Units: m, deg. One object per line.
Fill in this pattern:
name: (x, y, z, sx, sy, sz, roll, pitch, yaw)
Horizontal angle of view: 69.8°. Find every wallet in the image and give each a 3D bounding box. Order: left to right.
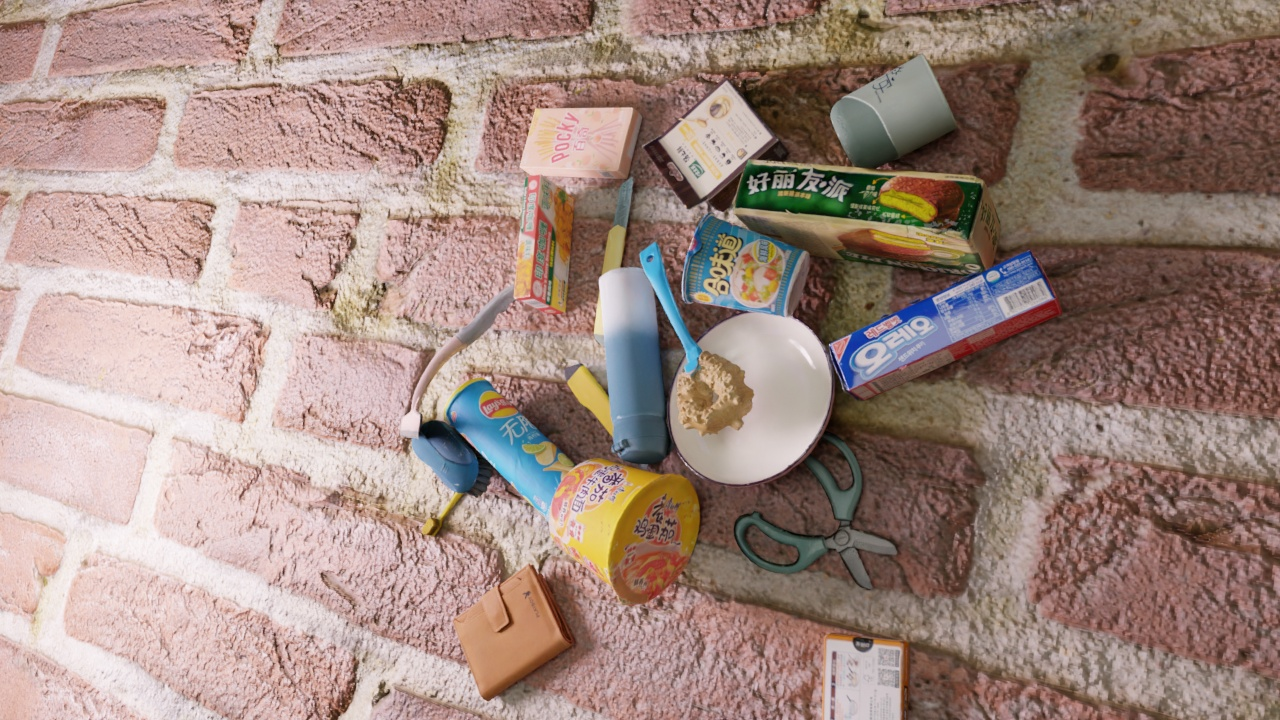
wallet: (-0.150, 0.312, 1.059, 0.132, 0.031, 0.107, -37, 64, 15)

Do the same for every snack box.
snack box: (-0.117, -0.141, 1.128, 0.027, 0.077, 0.155, -3, 76, 29)
snack box: (-0.077, -0.278, 1.169, 0.157, 0.026, 0.084, 9, 82, 31)
snack box: (0.085, -0.241, 1.051, 0.126, 0.053, 0.113, -40, 62, 16)
snack box: (0.222, -0.141, 0.911, 0.240, 0.114, 0.063, 12, 82, 32)
snack box: (0.208, 0.335, 0.850, 0.075, 0.026, 0.153, -2, 77, 29)
snack box: (0.287, -0.029, 0.878, 0.208, 0.058, 0.057, -27, 66, 21)

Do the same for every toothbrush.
toothbrush: (-0.214, 0.145, 1.145, 0.016, 0.016, 0.190, 42, 100, 31)

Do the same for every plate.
plate: (0.118, 0.042, 0.958, 0.193, 0.039, 0.192, -15, 63, 31)

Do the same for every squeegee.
squeegee: (-0.223, -0.013, 1.138, 0.249, 0.040, 0.248, -53, 12, -15)

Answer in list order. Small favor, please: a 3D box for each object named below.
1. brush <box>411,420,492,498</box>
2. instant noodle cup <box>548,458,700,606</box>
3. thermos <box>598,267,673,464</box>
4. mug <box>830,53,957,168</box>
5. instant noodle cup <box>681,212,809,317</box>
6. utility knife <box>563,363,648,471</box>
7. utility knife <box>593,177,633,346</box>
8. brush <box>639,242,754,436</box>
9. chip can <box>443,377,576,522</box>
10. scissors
brush: (-0.238, 0.115, 1.118, 0.144, 0.073, 0.055, 34, 97, 49)
instant noodle cup: (-0.022, 0.170, 0.966, 0.110, 0.138, 0.138, 17, 86, 40)
thermos: (-0.006, 0.006, 1.030, 0.070, 0.070, 0.220, -16, 68, 25)
mug: (0.257, -0.259, 0.948, 0.106, 0.082, 0.111, -26, 36, 23)
instant noodle cup: (0.110, -0.090, 0.939, 0.110, 0.099, 0.099, 18, 87, 17)
utility knife: (-0.038, 0.064, 1.066, 0.033, 0.015, 0.170, -49, 60, 17)
utility knife: (-0.032, -0.120, 1.107, 0.031, 0.022, 0.212, 4, 86, 29)
brush: (0.047, -0.028, 0.979, 0.083, 0.045, 0.254, -35, 57, 22)
chip can: (-0.139, 0.109, 1.069, 0.210, 0.071, 0.071, 40, 98, 26)
scissors: (0.178, 0.143, 0.921, 0.170, 0.019, 0.180, 5, 79, 32)
